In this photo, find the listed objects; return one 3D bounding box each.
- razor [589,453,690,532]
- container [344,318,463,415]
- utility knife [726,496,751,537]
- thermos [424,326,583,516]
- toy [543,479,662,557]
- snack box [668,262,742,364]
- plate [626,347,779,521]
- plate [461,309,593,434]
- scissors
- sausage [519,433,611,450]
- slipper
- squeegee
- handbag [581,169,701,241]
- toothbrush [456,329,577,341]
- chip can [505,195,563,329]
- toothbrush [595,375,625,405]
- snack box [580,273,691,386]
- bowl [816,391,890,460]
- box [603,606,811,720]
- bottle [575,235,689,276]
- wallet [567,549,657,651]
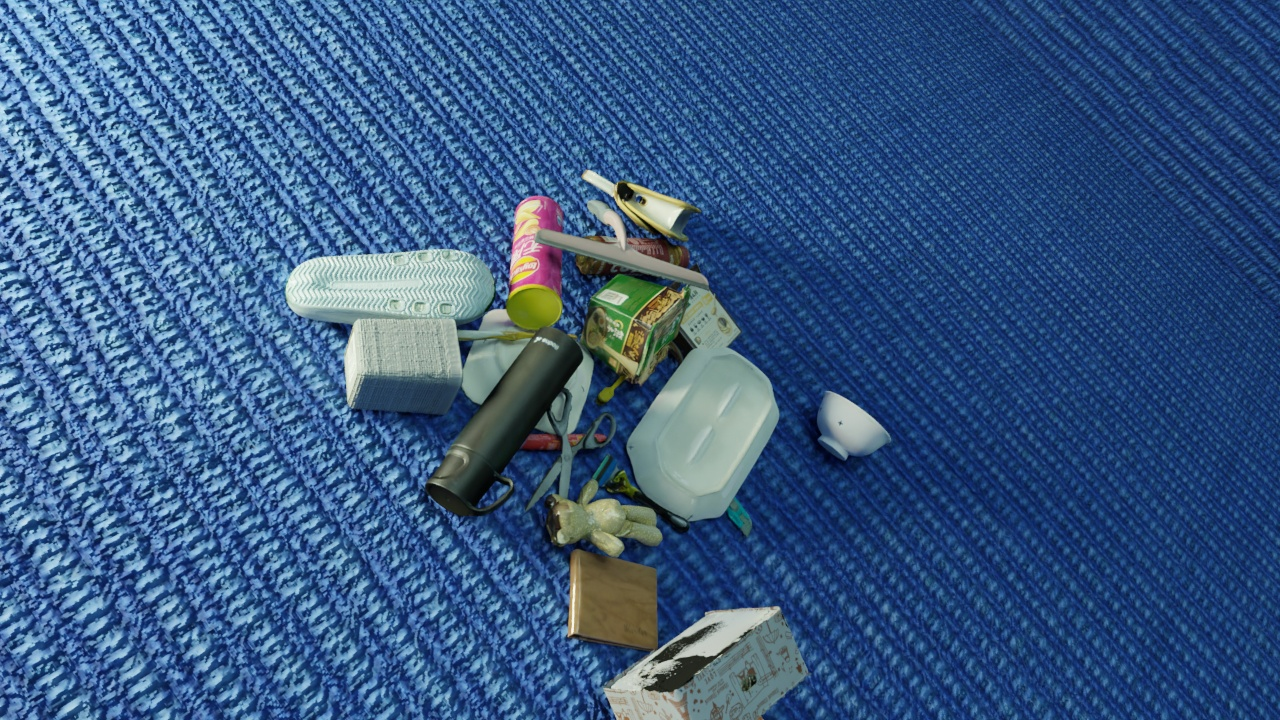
[{"bbox_3d":[0.003,0.172,1.146,0.142,0.022,0.042,35,76,-10],"label":"razor"},{"bbox_3d":[-0.274,0.007,1.051,0.114,0.090,0.090,2,56,-27],"label":"container"},{"bbox_3d":[0.099,0.165,1.217,0.029,0.013,0.157,-29,75,-42],"label":"utility knife"},{"bbox_3d":[-0.145,0.073,1.062,0.090,0.069,0.241,26,58,10],"label":"thermos"},{"bbox_3d":[-0.042,0.192,1.080,0.157,0.066,0.105,11,45,-34],"label":"toy"},{"bbox_3d":[0.077,-0.058,1.327,0.125,0.053,0.113,52,45,-6],"label":"snack box"},{"bbox_3d":[0.094,0.088,1.219,0.162,0.034,0.264,39,58,-2],"label":"plate"},{"bbox_3d":[-0.136,0.006,1.174,0.163,0.034,0.163,24,47,-14],"label":"plate"},{"bbox_3d":[-0.088,0.112,1.116,0.175,0.014,0.159,-19,81,-37],"label":"scissors"},{"bbox_3d":[-0.104,0.101,1.134,0.155,0.020,0.020,2,56,-31],"label":"sausage"},{"bbox_3d":[-0.298,-0.075,1.110,0.245,0.074,0.104,-1,58,-14],"label":"slipper"},{"bbox_3d":[-0.043,-0.191,1.287,0.247,0.040,0.249,13,22,-21],"label":"squeegee"},{"bbox_3d":[-0.004,-0.235,1.380,0.179,0.063,0.163,24,9,5],"label":"handbag"},{"bbox_3d":[-0.165,-0.027,1.145,0.191,0.016,0.018,1,64,-29],"label":"toothbrush"},{"bbox_3d":[-0.138,-0.135,1.227,0.071,0.072,0.210,19,39,-20],"label":"chip can"},{"bbox_3d":[-0.008,0.007,1.268,0.015,0.017,0.189,42,44,3],"label":"toothbrush"},{"bbox_3d":[-0.013,-0.051,1.227,0.105,0.118,0.118,28,40,13],"label":"snack box"},{"bbox_3d":[0.298,0.106,1.342,0.118,0.118,0.064,40,84,0],"label":"bowl"},{"bbox_3d":[0.081,0.389,0.961,0.182,0.157,0.193,-23,88,-38],"label":"box"},{"bbox_3d":[-0.008,-0.153,1.357,0.174,0.058,0.057,-2,59,-33],"label":"bottle"},{"bbox_3d":[-0.030,0.276,1.051,0.115,0.020,0.101,17,51,-24],"label":"wallet"}]
